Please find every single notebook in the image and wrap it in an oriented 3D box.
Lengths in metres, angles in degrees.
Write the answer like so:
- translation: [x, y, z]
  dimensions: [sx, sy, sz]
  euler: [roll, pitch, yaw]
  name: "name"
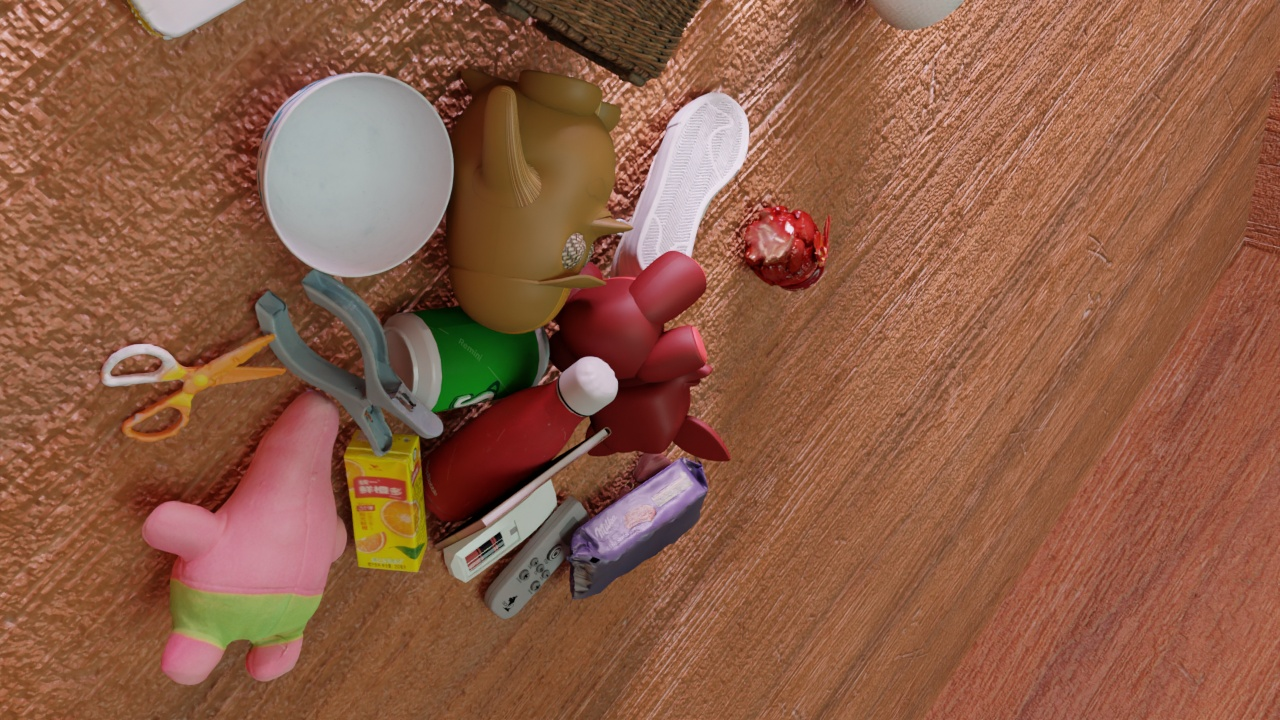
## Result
- translation: [-0.118, 0.126, 0.872]
  dimensions: [0.141, 0.008, 0.210]
  euler: [-35, 180, -28]
  name: "notebook"

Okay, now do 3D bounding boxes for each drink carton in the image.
- translation: [-0.225, 0.125, 0.817]
  dimensions: [0.042, 0.058, 0.135]
  euler: [-85, 180, -55]
  name: "drink carton"

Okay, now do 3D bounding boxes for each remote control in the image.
- translation: [-0.113, 0.225, 1.034]
  dimensions: [0.151, 0.019, 0.074]
  euler: [-48, 152, -15]
  name: "remote control"
- translation: [-0.145, 0.181, 0.979]
  dimensions: [0.143, 0.024, 0.050]
  euler: [-34, 134, -30]
  name: "remote control"

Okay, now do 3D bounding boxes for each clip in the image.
- translation: [-0.206, -0.001, 0.707]
  dimensions: [0.167, 0.128, 0.028]
  euler: [55, 30, -25]
  name: "clip"

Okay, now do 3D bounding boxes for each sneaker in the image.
- translation: [0.030, -0.167, 0.927]
  dimensions: [0.089, 0.091, 0.241]
  euler: [34, 65, -22]
  name: "sneaker"

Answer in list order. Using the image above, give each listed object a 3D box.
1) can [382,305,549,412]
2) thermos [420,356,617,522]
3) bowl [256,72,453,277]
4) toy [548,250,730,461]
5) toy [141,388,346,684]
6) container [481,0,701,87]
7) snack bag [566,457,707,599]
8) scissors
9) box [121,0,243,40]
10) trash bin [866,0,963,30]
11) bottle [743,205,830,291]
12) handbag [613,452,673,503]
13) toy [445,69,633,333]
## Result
- translation: [-0.156, -0.004, 0.805]
  dimensions: [0.139, 0.088, 0.088]
  euler: [-11, 120, -44]
  name: "can"
- translation: [-0.109, 0.068, 0.811]
  dimensions: [0.241, 0.073, 0.073]
  euler: [-35, 155, 35]
  name: "thermos"
- translation: [-0.217, -0.140, 0.665]
  dimensions: [0.143, 0.074, 0.144]
  euler: [-26, 130, -36]
  name: "bowl"
- translation: [-0.005, 0.005, 0.840]
  dimensions: [0.120, 0.159, 0.197]
  euler: [-56, 137, -51]
  name: "toy"
- translation: [-0.300, 0.137, 0.738]
  dimensions: [0.192, 0.097, 0.236]
  euler: [29, 76, -60]
  name: "toy"
- translation: [-0.044, -0.326, 0.660]
  dimensions: [0.249, 0.162, 0.183]
  euler: [5, 118, -59]
  name: "container"
- translation: [-0.004, 0.202, 1.090]
  dimensions: [0.204, 0.058, 0.097]
  euler: [-32, 150, -30]
  name: "snack bag"
- translation: [-0.326, 0.004, 0.672]
  dimensions: [0.133, 0.012, 0.097]
  euler: [-34, 133, -16]
  name: "scissors"
- translation: [-0.241, -0.283, 0.591]
  dimensions: [0.209, 0.033, 0.064]
  euler: [-43, 138, -22]
  name: "box"
- translation: [0.266, -0.447, 0.969]
  dimensions: [0.161, 0.133, 0.133]
  euler: [14, 102, -45]
  name: "trash bin"
- translation: [0.177, -0.134, 1.083]
  dimensions: [0.099, 0.099, 0.111]
  euler: [-60, 146, -1]
  name: "bottle"
- translation: [-0.009, 0.163, 1.120]
  dimensions: [0.119, 0.029, 0.055]
  euler: [-52, 145, -2]
  name: "handbag"
- translation: [-0.087, -0.120, 0.745]
  dimensions: [0.198, 0.162, 0.203]
  euler: [-17, 120, -78]
  name: "toy"
